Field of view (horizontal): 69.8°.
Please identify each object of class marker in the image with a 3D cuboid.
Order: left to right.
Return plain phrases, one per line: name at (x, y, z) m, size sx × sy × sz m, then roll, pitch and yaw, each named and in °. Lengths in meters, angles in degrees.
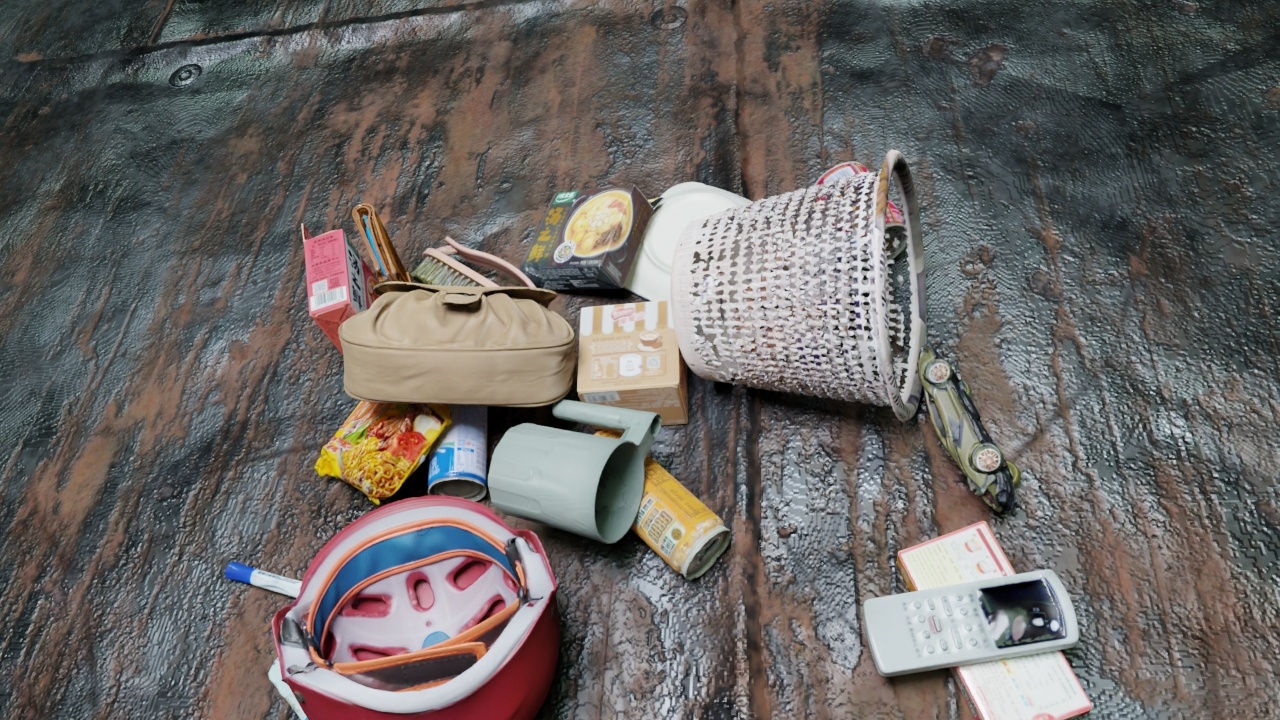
marker at (-0.312, 0.207, 0.831) m, size 0.146 × 0.017 × 0.016 m, roll 10°, pitch 60°, yaw 17°

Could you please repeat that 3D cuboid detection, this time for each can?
can at (-0.172, 0.065, 0.871) m, size 0.053 × 0.053 × 0.134 m, roll -9°, pitch 56°, yaw 5°
can at (0.008, 0.121, 0.796) m, size 0.058 × 0.058 × 0.146 m, roll -42°, pitch 59°, yaw -16°
can at (0.219, -0.144, 0.918) m, size 0.066 × 0.066 × 0.093 m, roll -23°, pitch 56°, yaw -4°

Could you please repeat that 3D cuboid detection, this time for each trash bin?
trash bin at (0.140, -0.059, 0.809) m, size 0.192 × 0.227 × 0.227 m, roll -2°, pitch 56°, yaw 25°

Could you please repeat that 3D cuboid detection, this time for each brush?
brush at (-0.175, -0.081, 0.961) m, size 0.146 × 0.063 × 0.073 m, roll 31°, pitch 72°, yaw 29°

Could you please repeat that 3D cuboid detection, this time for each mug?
mug at (-0.052, 0.084, 0.764) m, size 0.103 × 0.084 × 0.123 m, roll 8°, pitch 48°, yaw 27°

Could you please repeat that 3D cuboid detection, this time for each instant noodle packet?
instant noodle packet at (-0.241, 0.073, 0.851) m, size 0.129 × 0.044 × 0.110 m, roll 9°, pitch 57°, yaw 50°

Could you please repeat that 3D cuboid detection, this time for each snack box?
snack box at (-0.299, -0.068, 0.946) m, size 0.044 × 0.113 × 0.127 m, roll -19°, pitch 56°, yaw 1°
snack box at (-0.051, -0.133, 0.960) m, size 0.113 × 0.053 × 0.125 m, roll 2°, pitch 61°, yaw 37°
snack box at (-0.005, 0.005, 0.862) m, size 0.093 × 0.077 × 0.094 m, roll -5°, pitch 58°, yaw 8°
snack box at (0.267, 0.207, 0.707) m, size 0.077 × 0.027 × 0.155 m, roll -20°, pitch 56°, yaw -1°

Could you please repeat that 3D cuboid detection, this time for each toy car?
toy car at (0.273, 0.055, 0.778) m, size 0.042 × 0.070 × 0.158 m, roll -31°, pitch 54°, yaw 21°

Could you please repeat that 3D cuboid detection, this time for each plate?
plate at (0.059, -0.124, 0.958) m, size 0.164 × 0.034 × 0.164 m, roll 28°, pitch 68°, yaw 26°

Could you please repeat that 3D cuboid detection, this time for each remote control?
remote control at (0.246, 0.196, 0.688) m, size 0.150 × 0.021 × 0.058 m, roll -12°, pitch 56°, yaw 6°

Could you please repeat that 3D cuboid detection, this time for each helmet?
helmet at (-0.164, 0.222, 0.716) m, size 0.206 × 0.144 × 0.240 m, roll -17°, pitch 25°, yaw -15°

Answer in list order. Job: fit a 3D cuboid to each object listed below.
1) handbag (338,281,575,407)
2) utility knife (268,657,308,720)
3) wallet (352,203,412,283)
handbag at (-0.161, -0.021, 0.826) m, size 0.204 × 0.100 × 0.147 m, roll 1°, pitch 24°, yaw -6°
utility knife at (-0.247, 0.315, 0.747) m, size 0.034 × 0.018 × 0.208 m, roll -37°, pitch 57°, yaw -27°
wallet at (-0.249, -0.076, 0.932) m, size 0.035 × 0.131 × 0.119 m, roll -26°, pitch 58°, yaw -11°
